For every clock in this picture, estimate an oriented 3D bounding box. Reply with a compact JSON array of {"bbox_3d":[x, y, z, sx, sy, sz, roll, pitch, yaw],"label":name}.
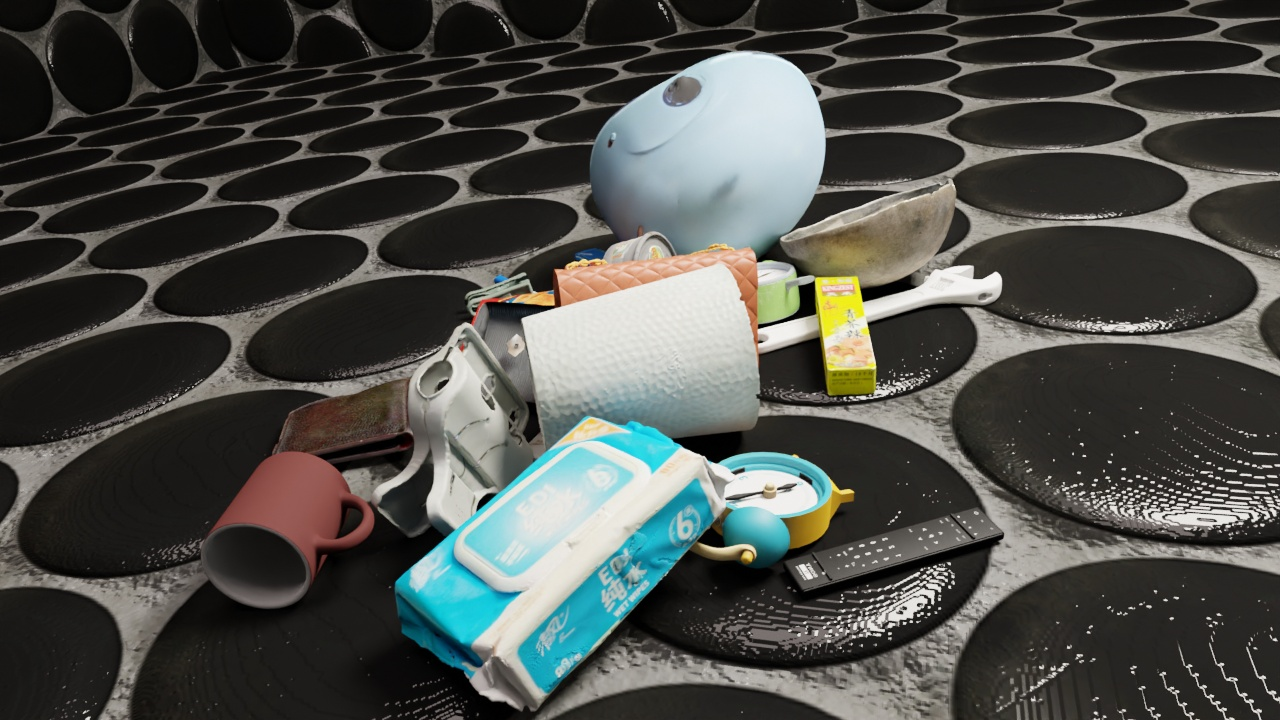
[{"bbox_3d":[-0.001,-0.064,0.886,0.056,0.104,0.147,-4,32,29],"label":"clock"},{"bbox_3d":[0.113,-0.069,0.914,0.094,0.042,0.119,-13,19,-10],"label":"clock"},{"bbox_3d":[0.076,0.098,0.621,0.129,0.044,0.099,-15,28,-29],"label":"clock"}]

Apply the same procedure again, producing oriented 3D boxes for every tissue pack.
[{"bbox_3d":[-0.042,0.111,0.564,0.208,0.066,0.117,-39,35,-27],"label":"tissue pack"}]

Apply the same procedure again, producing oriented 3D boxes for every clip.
[{"bbox_3d":[-0.156,-0.071,1.006,0.076,0.023,0.045,-21,34,-6],"label":"clip"},{"bbox_3d":[-0.128,0.062,0.667,0.075,0.125,0.143,3,54,27],"label":"clip"}]

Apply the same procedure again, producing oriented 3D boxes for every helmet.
[{"bbox_3d":[0.088,-0.193,0.982,0.266,0.225,0.166,-35,51,12],"label":"helmet"}]

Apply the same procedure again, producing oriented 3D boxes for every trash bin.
[{"bbox_3d":[-0.004,0.004,0.714,0.161,0.133,0.133,-11,28,-8],"label":"trash bin"}]

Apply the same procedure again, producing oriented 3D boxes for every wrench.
[{"bbox_3d":[0.223,-0.048,0.884,0.273,0.018,0.066,-15,29,-12],"label":"wrench"}]

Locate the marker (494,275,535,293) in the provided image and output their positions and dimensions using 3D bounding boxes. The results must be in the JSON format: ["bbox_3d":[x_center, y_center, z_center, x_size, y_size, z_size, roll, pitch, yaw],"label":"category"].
[{"bbox_3d":[-0.120,-0.073,1.023,0.013,0.013,0.142,-27,34,-32],"label":"marker"}]

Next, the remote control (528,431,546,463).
[{"bbox_3d":[-0.045,0.050,0.773,0.050,0.011,0.135,8,31,27],"label":"remote control"}]

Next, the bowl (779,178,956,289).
[{"bbox_3d":[0.236,-0.116,0.927,0.178,0.081,0.178,-18,8,2],"label":"bowl"}]

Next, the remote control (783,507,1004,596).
[{"bbox_3d":[0.162,0.121,0.586,0.140,0.009,0.030,-13,28,-10],"label":"remote control"}]

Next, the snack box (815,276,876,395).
[{"bbox_3d":[0.181,-0.025,0.817,0.040,0.029,0.147,-2,36,8],"label":"snack box"}]

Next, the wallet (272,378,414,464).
[{"bbox_3d":[-0.251,0.058,0.794,0.120,0.031,0.099,-13,25,-4],"label":"wallet"}]

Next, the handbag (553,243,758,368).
[{"bbox_3d":[0.013,-0.039,0.802,0.171,0.109,0.060,-8,23,-13],"label":"handbag"}]

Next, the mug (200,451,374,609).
[{"bbox_3d":[-0.232,0.113,0.631,0.106,0.073,0.082,-8,28,8],"label":"mug"}]

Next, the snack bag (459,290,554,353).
[{"bbox_3d":[-0.103,-0.036,0.915,0.144,0.039,0.130,-8,32,10],"label":"snack bag"}]

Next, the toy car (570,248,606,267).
[{"bbox_3d":[-0.035,-0.089,0.997,0.056,0.044,0.120,-20,32,-27],"label":"toy car"}]

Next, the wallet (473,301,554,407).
[{"bbox_3d":[-0.116,-0.005,0.843,0.089,0.026,0.114,4,55,16],"label":"wallet"}]
